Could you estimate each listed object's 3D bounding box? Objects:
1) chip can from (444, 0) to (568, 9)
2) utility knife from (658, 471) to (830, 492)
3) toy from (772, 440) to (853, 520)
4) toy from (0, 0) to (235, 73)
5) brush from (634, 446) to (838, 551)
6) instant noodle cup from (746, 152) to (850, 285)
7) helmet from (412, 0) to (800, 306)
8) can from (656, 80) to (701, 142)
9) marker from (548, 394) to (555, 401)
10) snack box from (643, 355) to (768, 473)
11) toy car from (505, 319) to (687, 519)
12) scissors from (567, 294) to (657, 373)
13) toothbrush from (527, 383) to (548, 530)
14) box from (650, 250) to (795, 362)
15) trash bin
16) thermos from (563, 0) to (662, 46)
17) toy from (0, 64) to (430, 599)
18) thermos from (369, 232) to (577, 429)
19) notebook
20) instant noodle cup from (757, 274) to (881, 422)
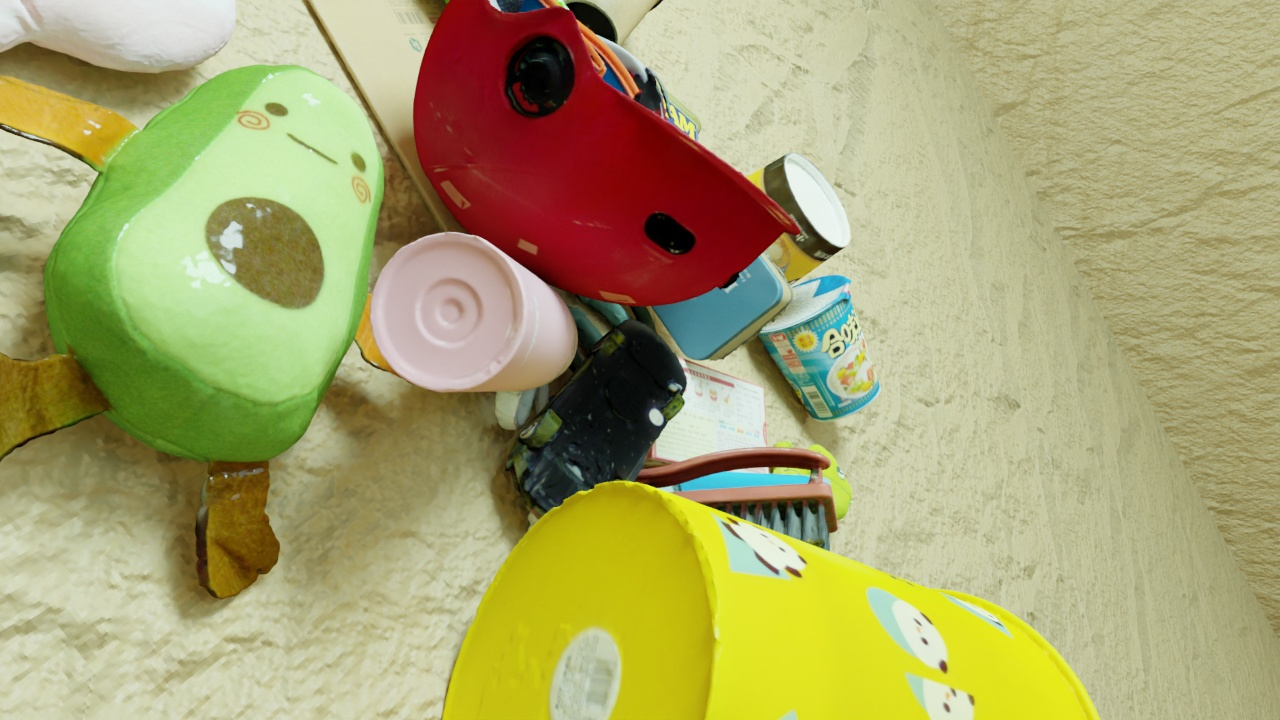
[{"bbox_3d":[-0.090,-0.245,0.651,0.221,0.073,0.072,52,35,-16],"label":"chip can"},{"bbox_3d":[0.051,0.090,0.634,0.217,0.018,0.034,10,72,-33],"label":"utility knife"},{"bbox_3d":[0.145,0.106,0.779,0.100,0.031,0.096,38,40,-26],"label":"toy"},{"bbox_3d":[-0.262,-0.179,0.409,0.121,0.054,0.159,58,42,-7],"label":"toy"},{"bbox_3d":[0.043,0.090,0.554,0.063,0.146,0.069,63,25,-57],"label":"brush"},{"bbox_3d":[0.109,-0.111,0.799,0.118,0.115,0.118,32,42,-34],"label":"instant noodle cup"},{"bbox_3d":[-0.035,-0.109,0.537,0.240,0.144,0.206,50,15,27],"label":"helmet"},{"bbox_3d":[0.005,-0.179,0.764,0.102,0.057,0.083,30,48,-39],"label":"can"},{"bbox_3d":[-0.038,0.090,0.555,0.016,0.017,0.145,13,57,-49],"label":"marker"},{"bbox_3d":[0.044,0.044,0.668,0.155,0.027,0.077,19,65,-51],"label":"snack box"},{"bbox_3d":[-0.021,0.036,0.555,0.070,0.042,0.157,48,46,-10],"label":"toy car"},{"bbox_3d":[-0.003,0.011,0.657,0.180,0.019,0.143,52,34,-20],"label":"scissors"},{"bbox_3d":[-0.064,0.026,0.566,0.016,0.016,0.179,19,54,-39],"label":"toothbrush"},{"bbox_3d":[0.035,-0.080,0.671,0.184,0.090,0.061,54,17,18],"label":"box"},{"bbox_3d":[0.059,0.187,0.447,0.255,0.230,0.229,30,45,-31],"label":"trash bin"},{"bbox_3d":[-0.028,-0.317,0.792,0.093,0.093,0.142,43,46,-27],"label":"thermos"},{"bbox_3d":[-0.174,-0.037,0.393,0.227,0.090,0.246,44,41,-42],"label":"toy"},{"bbox_3d":[-0.074,-0.007,0.465,0.198,0.067,0.087,52,48,-86],"label":"thermos"},{"bbox_3d":[-0.126,-0.169,0.621,0.207,0.008,0.147,60,33,-4],"label":"notebook"},{"bbox_3d":[0.165,-0.007,0.835,0.110,0.099,0.099,62,33,-17],"label":"instant noodle cup"}]
